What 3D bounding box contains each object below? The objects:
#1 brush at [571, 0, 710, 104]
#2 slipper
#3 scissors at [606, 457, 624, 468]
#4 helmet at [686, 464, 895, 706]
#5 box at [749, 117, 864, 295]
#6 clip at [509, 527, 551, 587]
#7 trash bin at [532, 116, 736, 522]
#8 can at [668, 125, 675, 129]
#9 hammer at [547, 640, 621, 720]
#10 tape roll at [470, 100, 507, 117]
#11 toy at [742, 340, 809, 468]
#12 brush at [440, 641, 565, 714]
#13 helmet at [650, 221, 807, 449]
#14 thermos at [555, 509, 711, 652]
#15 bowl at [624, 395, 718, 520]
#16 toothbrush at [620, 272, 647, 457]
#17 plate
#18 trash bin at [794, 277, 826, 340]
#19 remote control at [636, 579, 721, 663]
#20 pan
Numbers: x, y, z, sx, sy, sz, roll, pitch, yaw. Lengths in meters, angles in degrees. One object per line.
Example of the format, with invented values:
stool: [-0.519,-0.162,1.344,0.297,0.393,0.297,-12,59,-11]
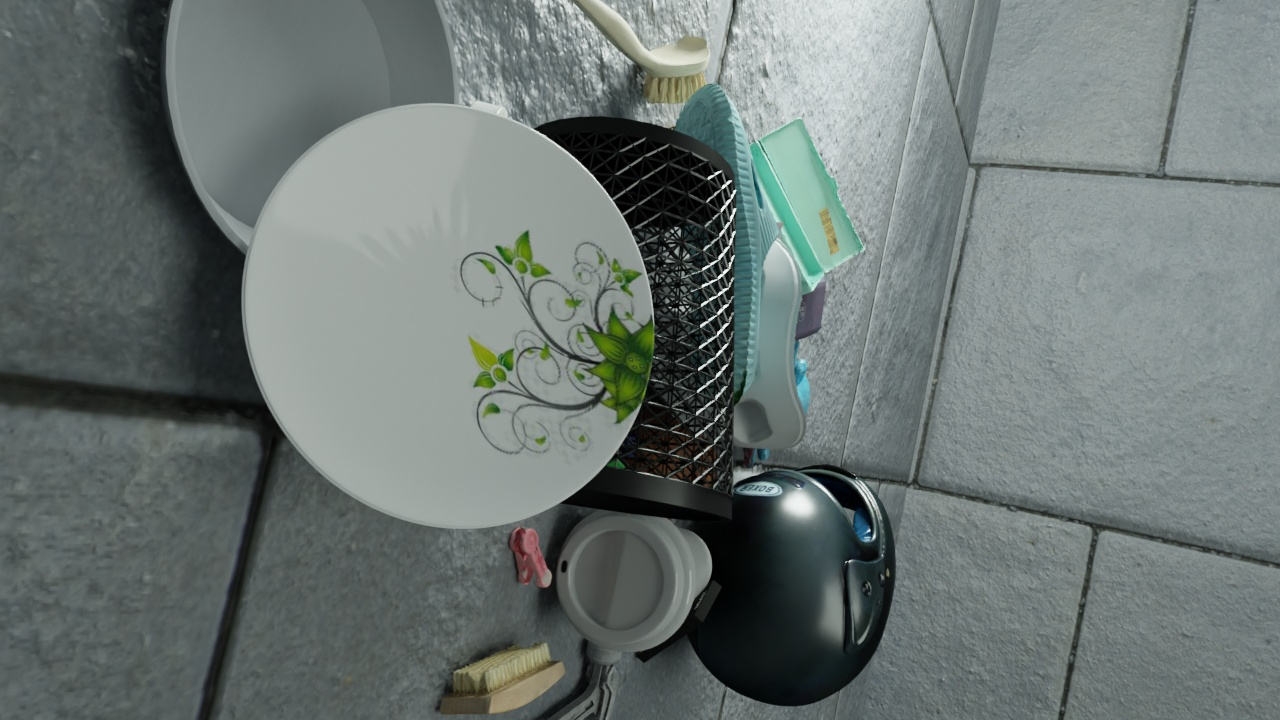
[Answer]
brush: [-0.016,-0.272,0.754,0.271,0.062,0.077,8,88,-61]
slipper: [0.076,-0.097,0.763,0.116,0.069,0.276,155,-68,-71]
scissors: [-0.041,0.095,0.879,0.071,0.014,0.131,-66,150,-27]
helmet: [0.175,0.253,1.123,0.236,0.250,0.315,37,63,-39]
box: [0.187,-0.186,1.111,0.137,0.057,0.187,-36,104,-39]
clip: [-0.091,0.171,0.780,0.023,0.044,0.060,-47,153,-54]
trash bin: [-0.028,-0.023,0.653,0.217,0.217,0.243,33,63,-63]
can: [0.049,-0.179,0.916,0.059,0.054,0.100,-67,152,-20]
hammer: [-0.108,0.352,0.818,0.315,0.036,0.126,-5,106,-63]
tape roll: [-0.107,-0.122,0.604,0.094,0.019,0.094,-172,-86,-87]
toy: [0.160,0.056,1.175,0.180,0.115,0.183,-28,142,-81]
brush: [-0.112,0.262,0.755,0.117,0.049,0.039,0,81,-65]
helmet: [0.110,-0.031,0.943,0.281,0.184,0.224,-36,130,-59]
thermos: [0.009,0.209,0.912,0.221,0.132,0.131,28,74,-71]
bowl: [0.044,0.111,0.995,0.147,0.069,0.147,-34,129,-56]
toothbrush: [-0.005,0.005,0.910,0.017,0.016,0.190,-143,-125,-68]
plate: [-0.097,-0.025,0.503,0.229,0.030,0.229,5,81,-30]
trash bin: [0.168,-0.069,1.169,0.160,0.092,0.094,-15,113,-58]
remote control: [0.042,0.296,1.035,0.134,0.013,0.058,-49,180,43]
pan: [-0.165,-0.214,0.459,0.200,0.051,0.357,-32,127,-58]
